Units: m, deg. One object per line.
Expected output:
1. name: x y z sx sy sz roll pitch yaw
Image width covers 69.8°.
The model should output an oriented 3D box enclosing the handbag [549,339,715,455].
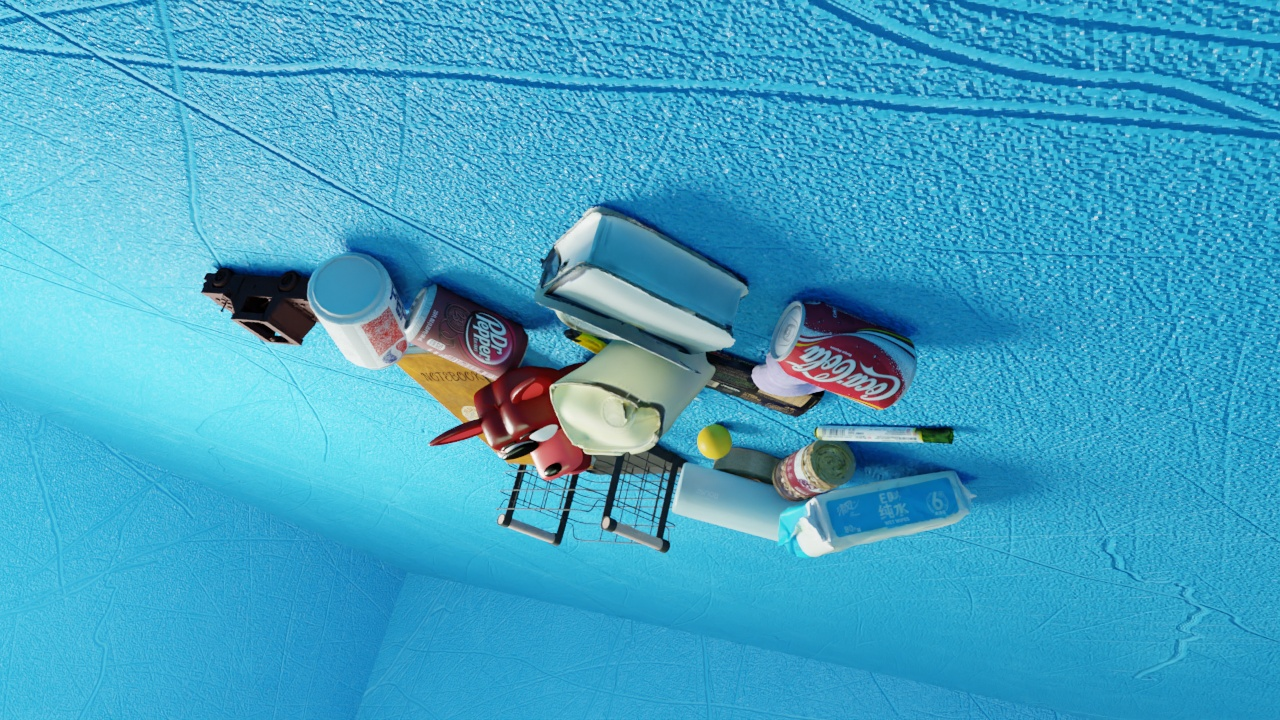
1. handbag: -0.005 0.027 0.834 0.111 0.119 0.081 -2 117 38

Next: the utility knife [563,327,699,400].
1. utility knife: -0.006 0.006 0.952 0.175 0.017 0.031 25 166 -30

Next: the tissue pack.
1. tissue pack: 0.265 0.172 1.029 0.209 0.066 0.117 -8 163 -12

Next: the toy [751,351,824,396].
1. toy: 0.145 0.009 0.825 0.080 0.036 0.100 9 164 -10

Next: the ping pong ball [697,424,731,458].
1. ping pong ball: 0.086 0.094 1.063 0.040 0.040 0.040 14 159 5

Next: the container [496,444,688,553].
1. container: -0.069 0.178 1.243 0.162 0.130 0.242 29 155 -36

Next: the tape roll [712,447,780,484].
1. tape roll: 0.138 0.140 1.157 0.094 0.027 0.094 14 158 5

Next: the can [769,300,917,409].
1. can: 0.162 -0.005 0.736 0.104 0.064 0.064 21 158 -12

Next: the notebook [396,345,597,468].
1. notebook: -0.166 0.063 1.101 0.179 0.014 0.249 -2 141 41

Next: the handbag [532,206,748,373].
1. handbag: -0.017 -0.040 0.764 0.151 0.073 0.176 25 157 -23

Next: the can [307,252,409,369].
1. can: -0.279 -0.046 0.926 0.078 0.078 0.136 15 158 3

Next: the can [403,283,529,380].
1. can: -0.174 -0.027 0.918 0.114 0.063 0.063 26 156 -24

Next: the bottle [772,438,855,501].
1. bottle: 0.195 0.125 1.041 0.056 0.056 0.105 19 158 -9

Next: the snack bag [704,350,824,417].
1. snack bag: 0.099 0.020 0.905 0.155 0.018 0.075 18 159 -7

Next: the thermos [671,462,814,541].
1. thermos: 0.145 0.181 1.121 0.207 0.065 0.078 15 165 4

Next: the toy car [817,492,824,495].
1. toy car: 0.219 0.187 1.190 0.105 0.048 0.032 18 155 -2

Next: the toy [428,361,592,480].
1. toy: -0.091 0.060 0.935 0.159 0.120 0.196 -28 162 31

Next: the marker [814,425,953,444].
1. marker: 0.246 0.075 0.939 0.147 0.017 0.017 -1 153 38

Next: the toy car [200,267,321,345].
1. toy car: -0.406 -0.058 1.006 0.170 0.061 0.070 5 156 26
